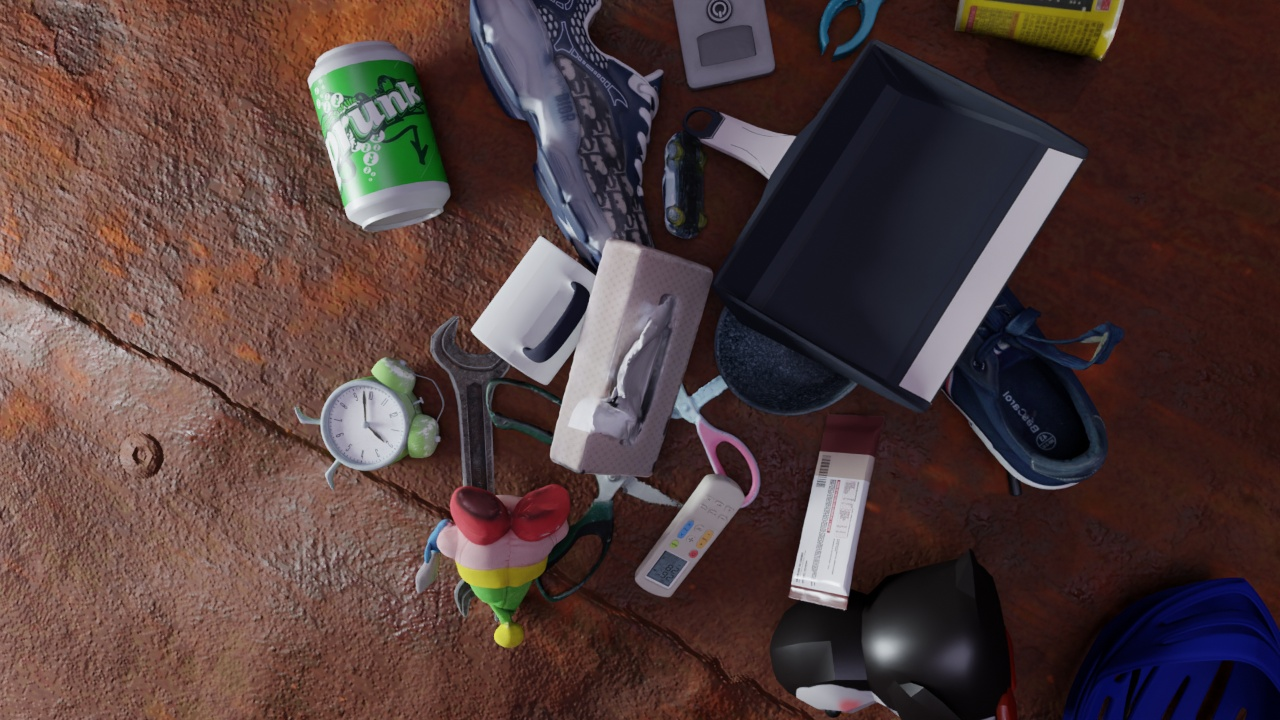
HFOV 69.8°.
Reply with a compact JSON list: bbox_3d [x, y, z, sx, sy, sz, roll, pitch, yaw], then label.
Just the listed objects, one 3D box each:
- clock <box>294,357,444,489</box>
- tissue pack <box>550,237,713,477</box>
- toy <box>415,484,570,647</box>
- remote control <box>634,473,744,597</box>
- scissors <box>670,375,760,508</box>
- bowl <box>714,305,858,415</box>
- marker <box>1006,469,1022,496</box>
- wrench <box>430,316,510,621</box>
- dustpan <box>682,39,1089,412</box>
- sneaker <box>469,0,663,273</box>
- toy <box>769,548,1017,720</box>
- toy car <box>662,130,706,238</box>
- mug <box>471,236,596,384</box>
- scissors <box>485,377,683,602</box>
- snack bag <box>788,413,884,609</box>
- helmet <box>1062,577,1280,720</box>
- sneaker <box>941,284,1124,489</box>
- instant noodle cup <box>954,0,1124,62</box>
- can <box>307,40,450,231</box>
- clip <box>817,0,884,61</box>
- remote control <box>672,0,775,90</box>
[{"bbox_3d":[-0.229,0.051,0.807,0.119,0.042,0.094,-23,93,7],"label":"clock"},{"bbox_3d":[-0.004,0.004,0.713,0.071,0.103,0.181,25,99,40],"label":"tissue pack"},{"bbox_3d":[-0.121,0.169,0.765,0.124,0.096,0.132,-2,135,-18],"label":"toy"},{"bbox_3d":[0.042,0.151,0.787,0.038,0.018,0.126,30,107,-17],"label":"remote control"},{"bbox_3d":[0.031,0.060,0.795,0.177,0.013,0.170,-25,93,8],"label":"scissors"},{"bbox_3d":[0.134,-0.012,0.749,0.137,0.057,0.137,-11,65,24],"label":"bowl"},{"bbox_3d":[0.302,0.040,0.768,0.011,0.011,0.152,-11,93,6],"label":"marker"},{"bbox_3d":[-0.143,0.097,0.806,0.070,0.010,0.273,-4,95,-21],"label":"wrench"},{"bbox_3d":[0.151,-0.129,0.705,0.273,0.080,0.236,30,85,34],"label":"dustpan"},{"bbox_3d":[-0.030,-0.190,0.749,0.132,0.103,0.269,-27,98,-10],"label":"sneaker"},{"bbox_3d":[0.192,0.220,0.733,0.184,0.158,0.140,-11,104,24],"label":"toy"},{"bbox_3d":[0.035,-0.147,0.770,0.027,0.038,0.090,3,94,41],"label":"toy car"},{"bbox_3d":[-0.075,-0.037,0.747,0.078,0.112,0.097,36,91,-24],"label":"mug"},{"bbox_3d":[-0.069,0.101,0.797,0.205,0.015,0.202,38,102,1],"label":"scissors"},{"bbox_3d":[0.161,0.120,0.749,0.057,0.013,0.157,-2,68,47],"label":"snack bag"},{"bbox_3d":[0.406,0.281,0.667,0.148,0.227,0.241,26,97,13],"label":"helmet"},{"bbox_3d":[0.259,-0.034,0.703,0.121,0.127,0.294,-34,78,7],"label":"sneaker"},{"bbox_3d":[0.307,-0.288,0.709,0.112,0.100,0.100,10,95,15],"label":"instant noodle cup"},{"bbox_3d":[-0.217,-0.185,0.766,0.088,0.087,0.140,-15,92,6],"label":"can"},{"bbox_3d":[0.190,-0.297,0.750,0.097,0.026,0.116,30,96,6],"label":"clip"},{"bbox_3d":[0.063,-0.307,0.763,0.074,0.019,0.151,-10,93,6],"label":"remote control"}]
